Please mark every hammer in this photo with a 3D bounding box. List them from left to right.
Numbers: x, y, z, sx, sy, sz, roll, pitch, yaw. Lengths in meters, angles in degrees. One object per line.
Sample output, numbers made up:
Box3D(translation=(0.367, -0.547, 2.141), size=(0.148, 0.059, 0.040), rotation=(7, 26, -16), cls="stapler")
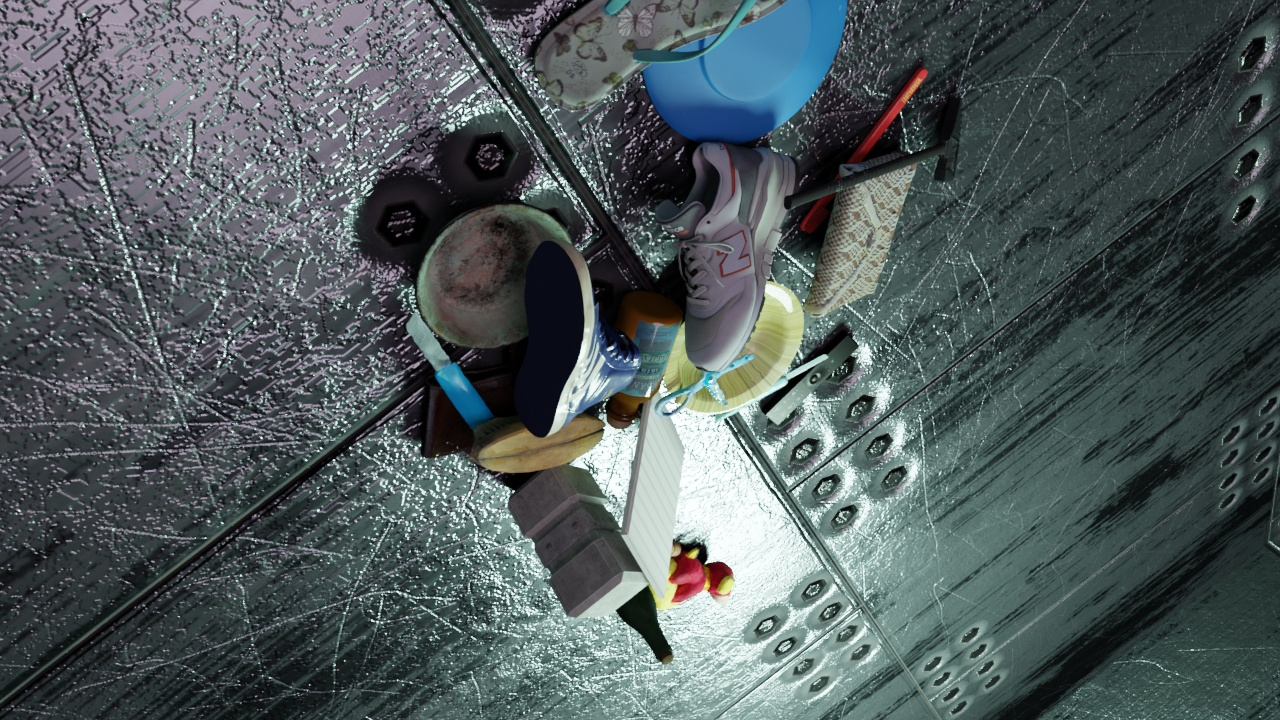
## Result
Box3D(translation=(-0.019, 0.229, 1.145), size=(0.083, 0.162, 0.317), rotation=(-41, 153, 12), cls="hammer")
Box3D(translation=(0.249, -0.204, 0.952), size=(0.323, 0.015, 0.095), rotation=(-25, 125, -40), cls="hammer")

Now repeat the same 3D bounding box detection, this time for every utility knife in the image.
Box3D(translation=(-0.179, 0.028, 0.916), size=(0.031, 0.015, 0.222), rotation=(-36, 140, -11), cls="utility knife")
Box3D(translation=(0.168, 0.034, 1.166), size=(0.166, 0.015, 0.022), rotation=(-27, 133, -4), cls="utility knife")

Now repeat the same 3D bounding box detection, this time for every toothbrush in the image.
Box3D(translation=(0.247, -0.228, 1.012), size=(0.012, 0.018, 0.213), rotation=(23, 110, -41), cls="toothbrush")

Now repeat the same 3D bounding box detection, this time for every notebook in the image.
Box3D(translation=(0.018, 0.145, 1.056), size=(0.009, 0.209, 0.143), rotation=(-6, 137, 18), cls="notebook")

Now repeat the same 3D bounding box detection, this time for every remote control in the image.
Box3D(translation=(0.221, 0.023, 1.198), size=(0.150, 0.013, 0.034), rotation=(-45, 134, 8), cls="remote control")

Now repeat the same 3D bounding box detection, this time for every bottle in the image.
Box3D(translation=(-0.006, 0.006, 1.008), size=(0.067, 0.068, 0.157), rotation=(-3, 125, -30), cls="bottle")
Box3D(translation=(-0.004, 0.317, 1.179), size=(0.055, 0.174, 0.055), rotation=(-17, 131, -20), cls="bottle")

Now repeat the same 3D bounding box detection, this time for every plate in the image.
Box3D(translation=(0.102, -0.022, 1.074), size=(0.184, 0.036, 0.185), rotation=(-16, 131, -20), cls="plate")
Box3D(translation=(0.106, -0.305, 0.861), size=(0.224, 0.024, 0.225), rotation=(-16, 131, -20), cls="plate")

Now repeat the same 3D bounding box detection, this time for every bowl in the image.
Box3D(translation=(-0.141, -0.086, 0.874), size=(0.157, 0.038, 0.158), rotation=(-16, 131, -20), cls="bowl")

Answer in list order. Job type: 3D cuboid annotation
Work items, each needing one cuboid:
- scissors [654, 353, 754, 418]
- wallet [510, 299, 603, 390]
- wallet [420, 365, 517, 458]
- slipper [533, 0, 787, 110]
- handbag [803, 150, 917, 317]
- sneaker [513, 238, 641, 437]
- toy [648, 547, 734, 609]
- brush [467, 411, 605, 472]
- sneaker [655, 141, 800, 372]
Box3D(translation=(0.069, 0.019, 1.053), size=(0.139, 0.011, 0.134), rotation=(-35, 136, -3), cls="scissors")
Box3D(translation=(-0.085, -0.006, 0.972), size=(0.115, 0.018, 0.092), rotation=(-29, 136, -34), cls="wallet")
Box3D(translation=(-0.171, 0.054, 0.974), size=(0.119, 0.031, 0.100), rotation=(-8, 130, -29), cls="wallet")
Box3D(translation=(0.030, -0.305, 0.779), size=(0.269, 0.054, 0.098), rotation=(-29, 115, 0), cls="slipper")
Box3D(translation=(0.252, -0.141, 1.045), size=(0.123, 0.047, 0.186), rotation=(-25, 137, -41), cls="handbag")
Box3D(translation=(-0.045, -0.030, 0.889), size=(0.118, 0.091, 0.234), rotation=(-25, 144, -36), cls="sneaker")
Box3D(translation=(0.069, 0.309, 1.305), size=(0.137, 0.067, 0.106), rotation=(1, 121, -17), cls="toy")
Box3D(translation=(-0.110, 0.084, 0.990), size=(0.195, 0.043, 0.059), rotation=(-7, 116, -51), cls="brush")
Box3D(translation=(0.068, -0.115, 0.928), size=(0.124, 0.089, 0.239), rotation=(20, 89, -33), cls="sneaker")
